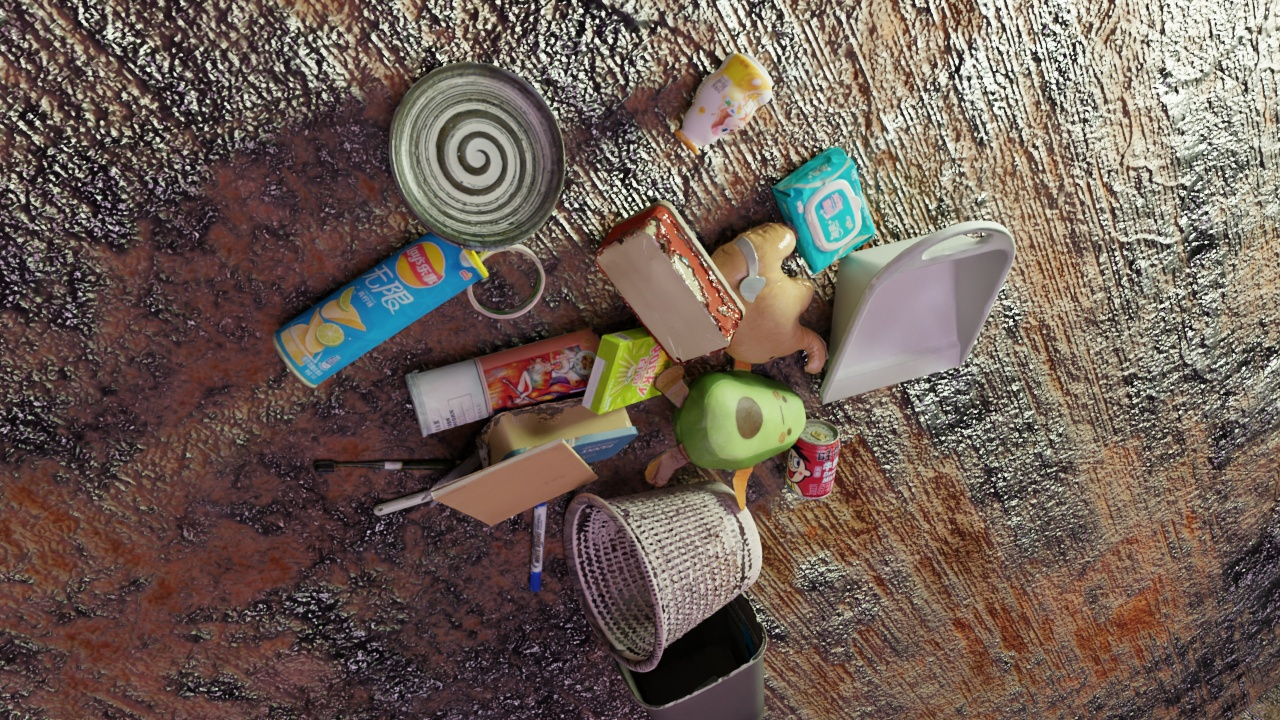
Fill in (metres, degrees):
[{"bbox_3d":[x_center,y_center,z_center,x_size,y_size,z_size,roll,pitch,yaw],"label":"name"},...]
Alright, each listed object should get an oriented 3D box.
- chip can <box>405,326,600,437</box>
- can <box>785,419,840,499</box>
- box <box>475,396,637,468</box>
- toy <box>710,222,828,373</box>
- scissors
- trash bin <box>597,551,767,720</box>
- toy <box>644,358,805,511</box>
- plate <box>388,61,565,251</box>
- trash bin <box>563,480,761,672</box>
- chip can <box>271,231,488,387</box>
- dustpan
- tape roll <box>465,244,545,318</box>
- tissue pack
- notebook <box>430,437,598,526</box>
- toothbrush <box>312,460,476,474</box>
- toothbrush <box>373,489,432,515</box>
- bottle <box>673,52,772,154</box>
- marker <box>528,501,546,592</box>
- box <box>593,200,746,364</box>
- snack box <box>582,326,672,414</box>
[{"bbox_3d":[-0.146,0.021,1.020,0.214,0.071,0.071,-16,124,-15],"label":"chip can"},{"bbox_3d":[0.236,0.135,1.258,0.066,0.066,0.094,-9,122,-19],"label":"can"},{"bbox_3d":[-0.091,0.087,1.054,0.184,0.061,0.090,-8,158,-30],"label":"box"},{"bbox_3d":[0.149,-0.056,1.097,0.143,0.082,0.226,-32,129,-1],"label":"toy"},{"bbox_3d":[-0.189,0.101,1.074,0.171,0.014,0.147,-11,122,-24],"label":"scissors"},{"bbox_3d":[0.074,0.427,1.295,0.198,0.199,0.220,-25,132,-9],"label":"trash bin"},{"bbox_3d":[0.113,0.074,1.139,0.246,0.090,0.227,-3,96,-37],"label":"toy"},{"bbox_3d":[-0.157,-0.195,0.888,0.179,0.024,0.179,-3,95,-29],"label":"plate"},{"bbox_3d":[0.037,0.250,1.167,0.191,0.227,0.228,-16,125,-30],"label":"trash bin"},{"bbox_3d":[-0.259,-0.058,0.921,0.210,0.071,0.071,-34,127,-2],"label":"chip can"},{"bbox_3d":[0.345,-0.058,1.117,0.222,0.142,0.258,-14,116,-14],"label":"dustpan"},{"bbox_3d":[-0.146,-0.086,0.990,0.085,0.014,0.086,-11,123,-17],"label":"tape roll"},{"bbox_3d":[0.217,-0.173,1.074,0.093,0.050,0.133,-34,128,-3],"label":"tissue pack"},{"bbox_3d":[-0.135,0.142,1.050,0.149,0.012,0.211,-23,161,0],"label":"notebook"},{"bbox_3d":[-0.279,0.123,1.055,0.185,0.017,0.012,3,115,-25],"label":"toothbrush"},{"bbox_3d":[-0.224,0.151,1.097,0.189,0.029,0.020,-16,165,-13],"label":"toothbrush"},{"bbox_3d":[0.084,-0.264,0.953,0.108,0.063,0.063,-45,126,7],"label":"bottle"},{"bbox_3d":[-0.133,0.241,1.191,0.016,0.017,0.146,-5,121,-21],"label":"marker"},{"bbox_3d":[0.032,-0.077,0.991,0.092,0.080,0.168,-21,118,36],"label":"box"},{"bbox_3d":[-0.006,0.006,1.041,0.156,0.026,0.086,-14,125,-61],"label":"snack box"}]
